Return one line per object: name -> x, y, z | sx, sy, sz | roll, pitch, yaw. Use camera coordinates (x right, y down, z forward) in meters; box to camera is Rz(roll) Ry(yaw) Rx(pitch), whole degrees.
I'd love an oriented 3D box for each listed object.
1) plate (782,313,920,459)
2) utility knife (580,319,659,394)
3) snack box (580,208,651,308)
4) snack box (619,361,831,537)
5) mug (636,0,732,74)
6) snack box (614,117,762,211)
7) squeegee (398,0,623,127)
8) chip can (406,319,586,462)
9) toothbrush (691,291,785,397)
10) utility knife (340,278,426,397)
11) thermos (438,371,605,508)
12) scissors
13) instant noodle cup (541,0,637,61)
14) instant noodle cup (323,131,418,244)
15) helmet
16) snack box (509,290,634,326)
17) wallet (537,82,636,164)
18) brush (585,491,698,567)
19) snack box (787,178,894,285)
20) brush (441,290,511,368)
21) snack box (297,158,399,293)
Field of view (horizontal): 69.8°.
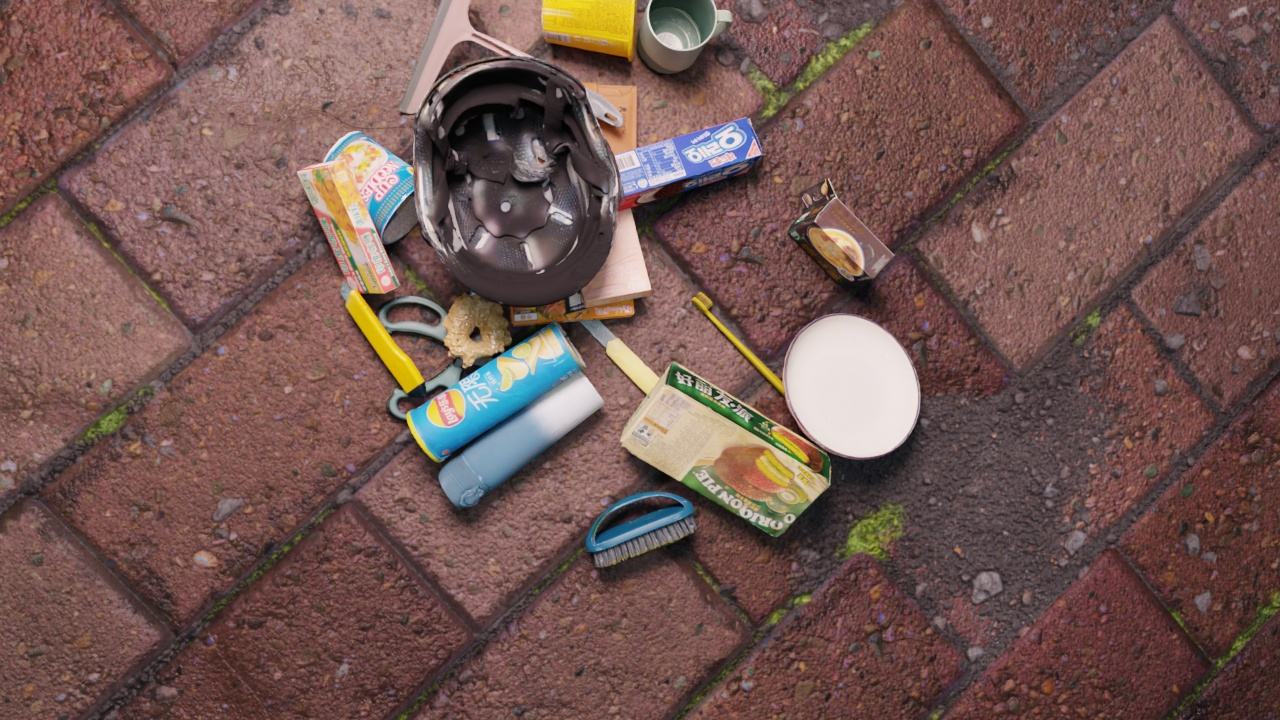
plate -> 0.265, 0.036, 1.175 | 0.192, 0.039, 0.192 | 5, 72, -16
utility knife -> -0.007, 0.007, 1.164 | 0.212, 0.022, 0.031 | 46, 80, -7
snack box -> -0.045, -0.147, 1.131 | 0.084, 0.026, 0.157 | -11, 77, -9
snack box -> 0.106, 0.112, 1.134 | 0.240, 0.063, 0.115 | 30, 123, -7
mug -> 0.054, -0.405, 1.122 | 0.111, 0.106, 0.082 | -11, 91, -8
snack box -> 0.046, -0.240, 1.129 | 0.207, 0.058, 0.057 | -20, 83, -17
squeegee -> -0.129, -0.347, 1.093 | 0.249, 0.040, 0.248 | 27, 122, -12
chip can -> -0.171, 0.037, 1.091 | 0.210, 0.071, 0.071 | -32, 95, 1
toothbrush -> 0.137, -0.016, 1.187 | 0.190, 0.016, 0.016 | 46, 78, -6
utility knife -> -0.308, -0.025, 1.101 | 0.033, 0.015, 0.170 | -31, 96, 28
thermos -> -0.146, 0.096, 1.121 | 0.220, 0.070, 0.070 | -38, 96, -7
scissors -> -0.261, -0.016, 1.128 | 0.170, 0.019, 0.181 | -35, 94, -5
instant noodle cup -> -0.058, -0.434, 1.098 | 0.110, 0.138, 0.138 | 5, 90, 0
instant noodle cup -> -0.313, -0.209, 1.084 | 0.110, 0.099, 0.099 | 40, 85, 1
helmet -> -0.146, -0.198, 1.054 | 0.230, 0.157, 0.274 | -16, 97, -9
snack box -> -0.087, -0.086, 1.145 | 0.153, 0.026, 0.075 | -5, 87, -9
wallet -> -0.070, -0.292, 1.146 | 0.131, 0.031, 0.108 | 1, 92, -9
brush -> -0.002, 0.205, 1.150 | 0.143, 0.055, 0.073 | -21, 94, -7
snack box -> 0.243, -0.157, 1.150 | 0.125, 0.113, 0.053 | 43, 85, -6
brush -> -0.201, -0.116, 1.121 | 0.083, 0.046, 0.254 | -2, 81, -8
snack box -> -0.337, -0.152, 1.062 | 0.026, 0.077, 0.156 | -37, 119, -37
